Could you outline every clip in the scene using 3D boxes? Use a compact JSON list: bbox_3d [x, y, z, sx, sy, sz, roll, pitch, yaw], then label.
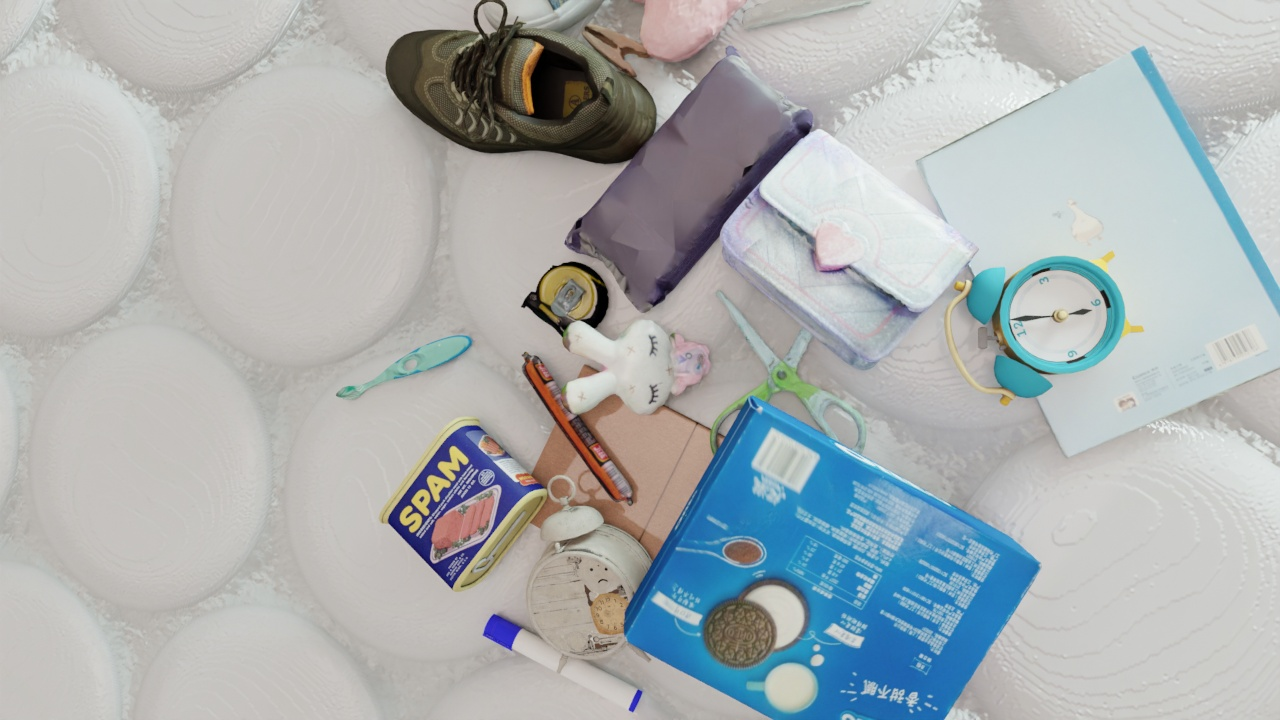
[{"bbox_3d":[-0.018,-0.260,0.759,0.052,0.026,0.059,-20,86,11],"label":"clip"},{"bbox_3d":[0.126,-0.298,0.718,0.102,0.045,0.055,-8,100,13],"label":"clip"}]

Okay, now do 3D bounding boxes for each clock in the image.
[{"bbox_3d":[-0.048,0.168,0.731,0.103,0.061,0.157,-13,96,18],"label":"clock"},{"bbox_3d":[0.288,-0.027,0.664,0.130,0.043,0.099,-20,85,7],"label":"clock"}]

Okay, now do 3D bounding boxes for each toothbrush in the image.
[{"bbox_3d":[-0.208,0.007,0.804,0.135,0.017,0.022,-23,81,13],"label":"toothbrush"}]

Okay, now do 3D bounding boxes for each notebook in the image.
[{"bbox_3d":[0.343,-0.079,0.676,0.181,0.009,0.253,-26,83,13],"label":"notebook"},{"bbox_3d":[0.014,0.113,0.754,0.209,0.008,0.141,27,95,12],"label":"notebook"}]

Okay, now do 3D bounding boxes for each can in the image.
[{"bbox_3d":[-0.145,0.120,0.762,0.092,0.056,0.116,41,100,16],"label":"can"}]

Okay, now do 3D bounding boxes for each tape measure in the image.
[{"bbox_3d":[-0.058,-0.051,0.760,0.062,0.034,0.061,37,96,10],"label":"tape measure"}]

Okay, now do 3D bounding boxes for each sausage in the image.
[{"bbox_3d":[-0.054,0.057,0.755,0.020,0.020,0.155,-38,81,10],"label":"sausage"}]

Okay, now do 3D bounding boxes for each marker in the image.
[{"bbox_3d":[-0.066,0.253,0.766,0.141,0.020,0.020,24,95,13],"label":"marker"}]

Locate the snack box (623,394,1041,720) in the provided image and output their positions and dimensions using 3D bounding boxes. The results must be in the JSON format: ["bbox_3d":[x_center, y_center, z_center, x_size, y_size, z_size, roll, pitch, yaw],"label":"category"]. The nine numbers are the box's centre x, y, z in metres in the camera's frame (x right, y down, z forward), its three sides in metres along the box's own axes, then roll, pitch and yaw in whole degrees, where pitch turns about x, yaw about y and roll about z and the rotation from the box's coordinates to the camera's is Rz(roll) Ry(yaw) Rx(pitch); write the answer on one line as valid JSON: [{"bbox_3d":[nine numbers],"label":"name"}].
[{"bbox_3d":[0.136,0.167,0.670,0.239,0.056,0.195,29,96,-4],"label":"snack box"}]

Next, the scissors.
[{"bbox_3d":[0.117,0.014,0.727,0.172,0.023,0.171,31,93,14],"label":"scissors"}]

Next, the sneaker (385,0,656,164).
[{"bbox_3d":[-0.114,-0.216,0.720,0.238,0.142,0.101,15,93,14],"label":"sneaker"}]

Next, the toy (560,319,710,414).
[{"bbox_3d":[-0.004,0.004,0.734,0.122,0.038,0.079,-3,86,-8],"label":"toy"}]

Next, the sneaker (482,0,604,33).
[{"bbox_3d":[-0.042,-0.359,0.737,0.236,0.079,0.087,-45,80,9],"label":"sneaker"}]

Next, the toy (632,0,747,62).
[{"bbox_3d":[0.033,-0.298,0.735,0.108,0.053,0.105,-42,69,12],"label":"toy"}]

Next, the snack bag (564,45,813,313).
[{"bbox_3d":[0.036,-0.142,0.726,0.096,0.058,0.205,43,98,10],"label":"snack bag"}]

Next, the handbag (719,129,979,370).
[{"bbox_3d":[0.153,-0.086,0.691,0.158,0.069,0.126,42,89,13],"label":"handbag"}]
